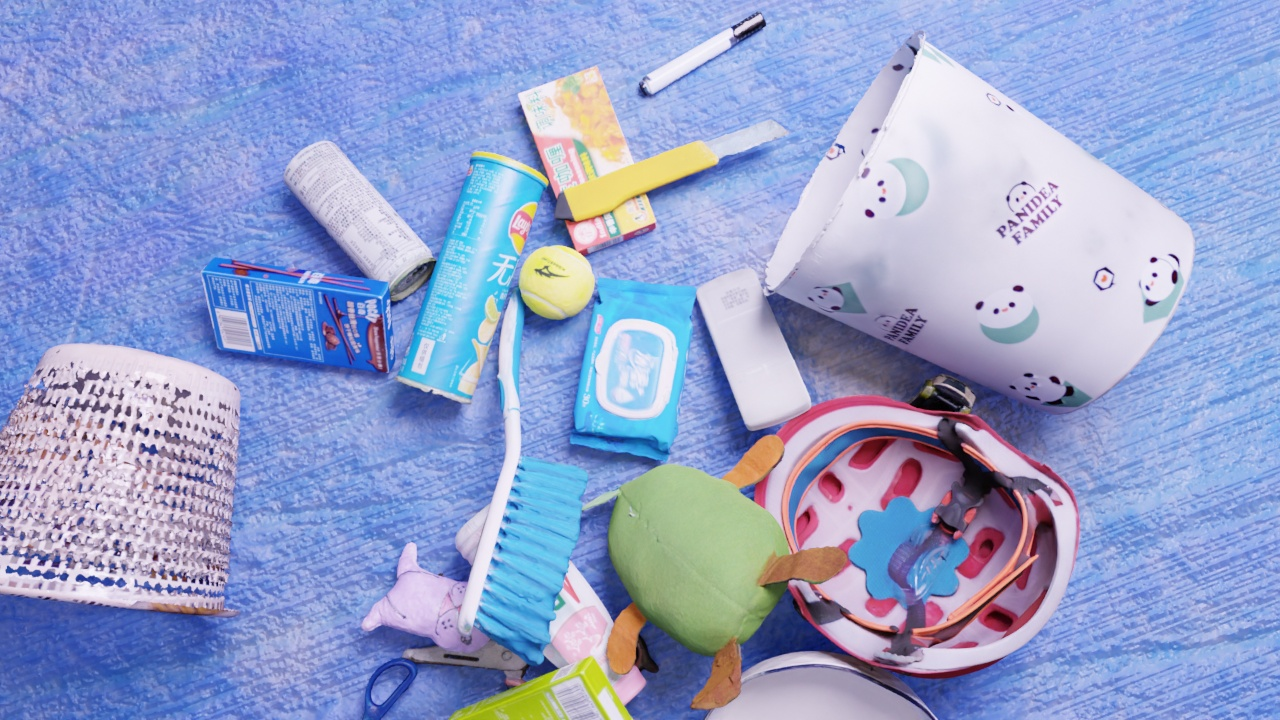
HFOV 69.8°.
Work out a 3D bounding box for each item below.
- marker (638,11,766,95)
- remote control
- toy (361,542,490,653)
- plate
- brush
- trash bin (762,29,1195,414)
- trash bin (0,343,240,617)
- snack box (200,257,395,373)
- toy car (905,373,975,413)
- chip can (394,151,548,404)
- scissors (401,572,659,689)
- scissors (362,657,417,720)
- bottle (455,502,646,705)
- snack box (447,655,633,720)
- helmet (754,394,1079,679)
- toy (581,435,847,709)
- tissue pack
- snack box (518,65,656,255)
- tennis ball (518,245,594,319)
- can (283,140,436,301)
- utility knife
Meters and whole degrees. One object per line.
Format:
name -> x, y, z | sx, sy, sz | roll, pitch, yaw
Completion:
marker -> 0.057, -0.281, 0.840 | 0.130, 0.022, 0.018 | -31, 91, -3
remote control -> 0.095, -0.012, 0.787 | 0.058, 0.021, 0.150 | -21, 58, 6
toy -> -0.172, 0.210, 0.788 | 0.108, 0.039, 0.083 | 17, 59, 7
plate -> 0.148, 0.319, 0.743 | 0.205, 0.045, 0.205 | 4, 112, 10
brush -> -0.093, 0.081, 0.758 | 0.109, 0.061, 0.313 | 15, 61, -4
trash bin -> 0.263, -0.095, 0.731 | 0.252, 0.229, 0.229 | 28, 86, -3
trash bin -> -0.421, 0.097, 0.737 | 0.227, 0.228, 0.192 | 6, 73, 1
snack box -> -0.295, -0.038, 0.801 | 0.157, 0.026, 0.085 | 8, 128, 1
toy car -> 0.251, 0.037, 0.778 | 0.042, 0.091, 0.035 | 29, 68, 6
chip can -> -0.147, -0.071, 0.803 | 0.071, 0.071, 0.210 | 18, 87, 2
scissors -> -0.096, 0.265, 0.802 | 0.189, 0.015, 0.226 | -32, 84, -2
scissors -> -0.235, 0.333, 0.798 | 0.176, 0.012, 0.162 | 18, 95, 0
bottle -> -0.073, 0.206, 0.773 | 0.068, 0.068, 0.197 | -40, 81, -2
snack box -> -0.081, 0.306, 0.753 | 0.157, 0.026, 0.086 | -30, 94, 25
helmet -> 0.216, 0.147, 0.745 | 0.240, 0.144, 0.206 | 36, 80, 33
toy -> 0.045, 0.154, 0.716 | 0.090, 0.247, 0.227 | 40, 88, -33
tissue pack -> -0.005, 0.005, 0.803 | 0.095, 0.052, 0.157 | 10, 86, 2
snack box -> -0.048, -0.180, 0.830 | 0.077, 0.027, 0.155 | -21, 85, -2
tennis ball -> -0.073, -0.068, 0.803 | 0.065, 0.065, 0.065 | 0, 85, 1
can -> -0.249, -0.124, 0.815 | 0.058, 0.058, 0.146 | -42, 86, -2
utility knife -> 0.025, -0.167, 0.806 | 0.219, 0.015, 0.033 | -20, 84, 1
